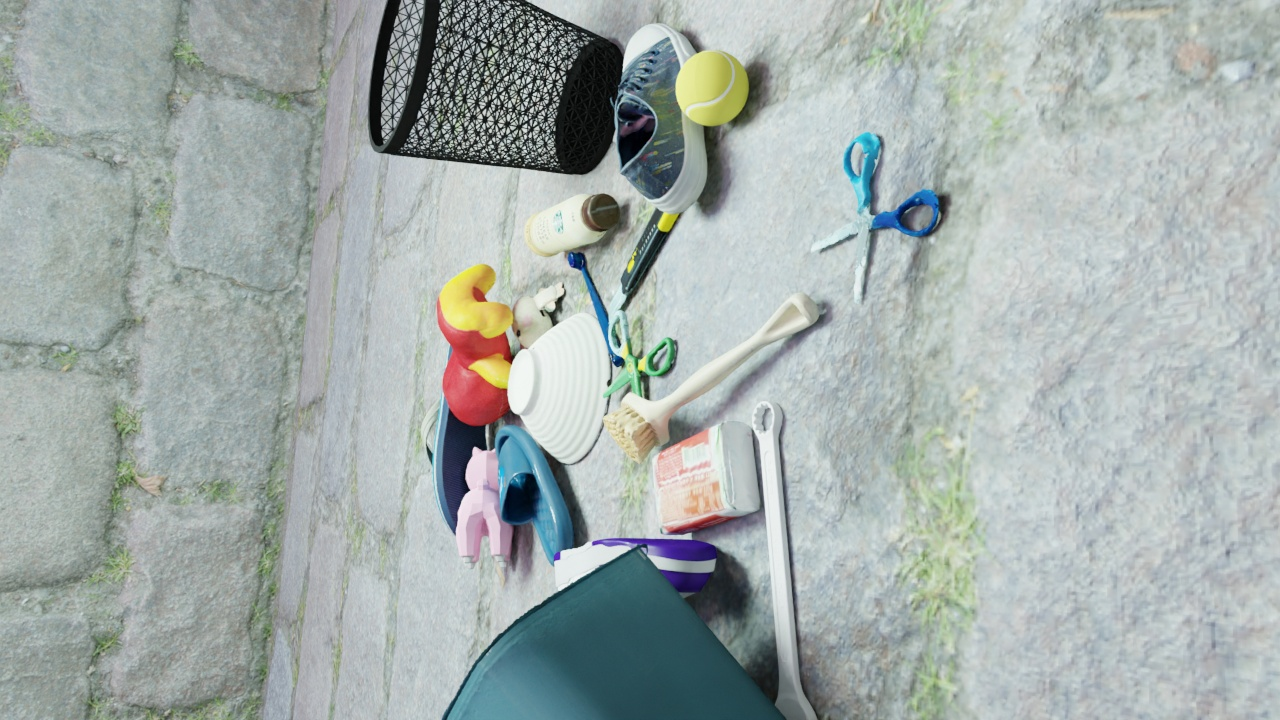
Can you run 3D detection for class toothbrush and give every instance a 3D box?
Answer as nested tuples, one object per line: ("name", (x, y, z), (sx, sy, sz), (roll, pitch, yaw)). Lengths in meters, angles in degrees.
("toothbrush", (-0.052, -0.062, 1.033), (0.016, 0.017, 0.189), (-61, 36, 35))

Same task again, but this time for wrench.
("wrench", (0.108, 0.164, 0.709), (0.047, 0.009, 0.273), (-29, 59, 55))

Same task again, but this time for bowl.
("bowl", (-0.106, 0.028, 1.053), (0.178, 0.070, 0.177), (-23, 63, 57))

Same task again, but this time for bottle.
("bottle", (-0.079, -0.158, 1.062), (0.162, 0.056, 0.056), (-4, 79, 60))

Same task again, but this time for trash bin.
("trash bin", (-0.003, 0.288, 0.644), (0.218, 0.198, 0.197), (40, 123, 22))
("trash bin", (-0.163, -0.320, 1.056), (0.217, 0.243, 0.216), (-21, 65, 57))

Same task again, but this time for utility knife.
("utility knife", (0.007, -0.116, 0.943), (0.204, 0.020, 0.028), (-61, 34, 35))

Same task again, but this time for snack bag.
("snack bag", (0.054, 0.103, 0.790), (0.116, 0.036, 0.077), (-33, 56, 53))

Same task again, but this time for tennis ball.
("tennis ball", (0.064, -0.244, 0.823), (0.065, 0.065, 0.065), (-21, 65, 57))

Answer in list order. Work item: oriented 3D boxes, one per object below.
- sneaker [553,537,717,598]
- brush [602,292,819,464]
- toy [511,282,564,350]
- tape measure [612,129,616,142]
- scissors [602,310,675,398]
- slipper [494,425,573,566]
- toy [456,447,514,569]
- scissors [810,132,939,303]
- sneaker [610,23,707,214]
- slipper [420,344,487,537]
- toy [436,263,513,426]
("sneaker", (-0.014, 0.222, 0.832), (0.245, 0.091, 0.111), (-30, 58, 59))
("brush", (0.054, 0.018, 0.793), (0.273, 0.062, 0.077), (-38, 13, 45))
("toy", (-0.134, -0.049, 1.147), (0.087, 0.050, 0.112), (57, 136, 50))
("tape measure", (-0.005, -0.261, 0.994), (0.062, 0.020, 0.060), (38, 116, 57))
("scissors", (-0.007, 0.003, 0.932), (0.126, 0.011, 0.131), (-41, 56, 43))
("slipper", (-0.133, 0.153, 1.066), (0.213, 0.059, 0.104), (50, 142, 47))
("toy", (-0.195, 0.181, 1.159), (0.123, 0.067, 0.157), (104, 164, -69))
("scissors", (0.167, -0.104, 0.663), (0.134, 0.014, 0.127), (12, 94, 59))
("sneaker", (0.009, -0.250, 0.885), (0.088, 0.079, 0.235), (-34, 48, 36))
("slipper", (-0.255, 0.104, 1.254), (0.060, 0.118, 0.294), (-13, 63, 21))
("toy", (-0.207, -0.008, 1.170), (0.147, 0.098, 0.217), (-109, 18, -45))
